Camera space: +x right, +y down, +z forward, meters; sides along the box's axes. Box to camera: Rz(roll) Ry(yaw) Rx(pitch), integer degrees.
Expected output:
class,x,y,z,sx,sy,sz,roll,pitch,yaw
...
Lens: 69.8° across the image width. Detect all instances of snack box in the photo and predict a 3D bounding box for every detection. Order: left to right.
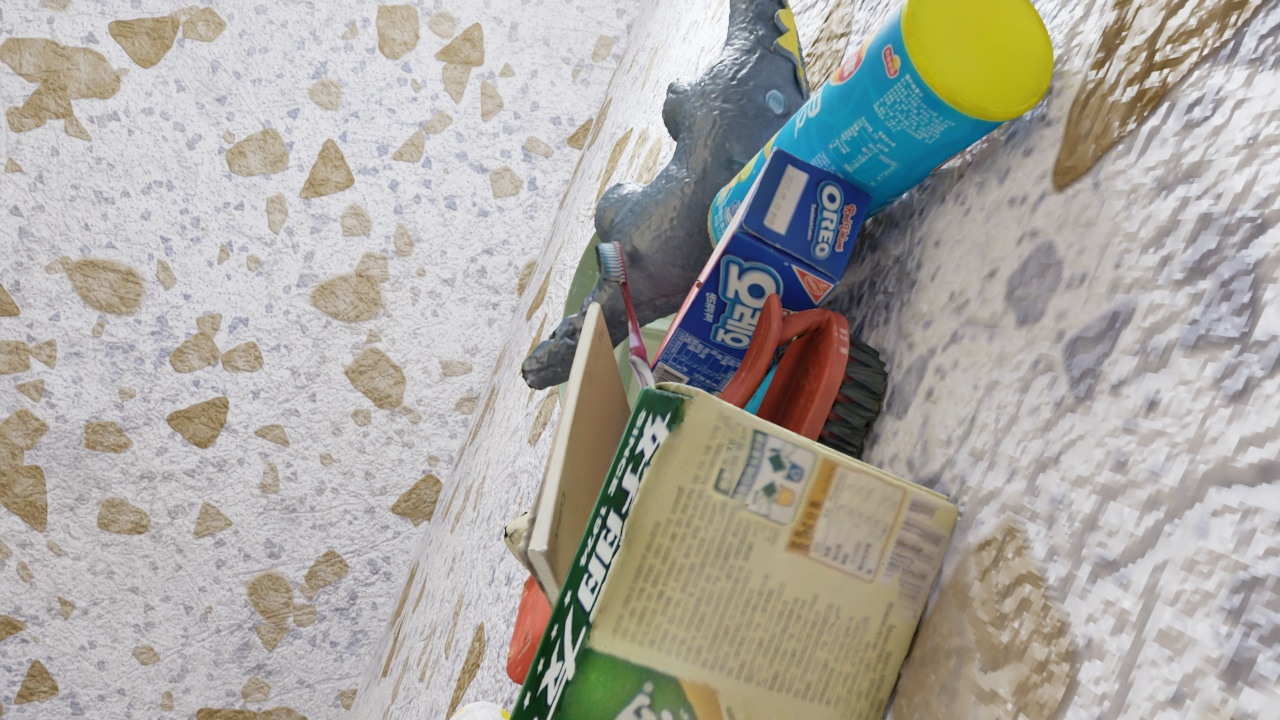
class,x,y,z,sx,sy,sz,roll,pitch,yaw
snack box,-0.034,0.165,0.569,0.082,0.080,0.091,-56,17,41
snack box,0.015,0.138,0.333,0.063,0.114,0.240,-167,99,-76
snack box,0.055,-0.030,0.506,0.058,0.057,0.208,-63,0,-24

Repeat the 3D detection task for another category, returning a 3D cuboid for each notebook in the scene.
class,x,y,z,sx,sy,sz,roll,pitch,yaw
notebook,-0.011,0.098,0.462,0.149,0.012,0.212,-80,-19,-47

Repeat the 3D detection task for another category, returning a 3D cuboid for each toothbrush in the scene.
class,x,y,z,sx,sy,sz,roll,pitch,yaw
toothbrush,-0.003,0.003,0.556,0.016,0.017,0.187,120,143,-54

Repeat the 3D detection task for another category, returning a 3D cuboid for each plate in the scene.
class,x,y,z,sx,sy,sz,roll,pitch,yaw
plate,-0.007,-0.030,0.764,0.231,0.027,0.229,-30,53,52

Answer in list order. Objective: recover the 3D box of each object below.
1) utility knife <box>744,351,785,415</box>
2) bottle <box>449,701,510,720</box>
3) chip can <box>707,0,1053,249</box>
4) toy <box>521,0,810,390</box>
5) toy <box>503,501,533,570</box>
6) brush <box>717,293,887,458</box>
class,x,y,z,sx,sy,sz,roll,pitch,yaw
utility knife,0.051,0.045,0.488,0.160,0.018,0.034,-54,-1,-18
bottle,-0.125,0.315,0.726,0.108,0.063,0.063,174,118,-76
chip can,0.106,-0.106,0.467,0.211,0.071,0.071,142,148,-67
toy,0.039,-0.118,0.629,0.356,0.138,0.091,-61,-22,3
toy,-0.062,0.158,0.734,0.157,0.066,0.105,14,88,61
brush,0.057,0.044,0.420,0.063,0.069,0.146,-142,75,-76
